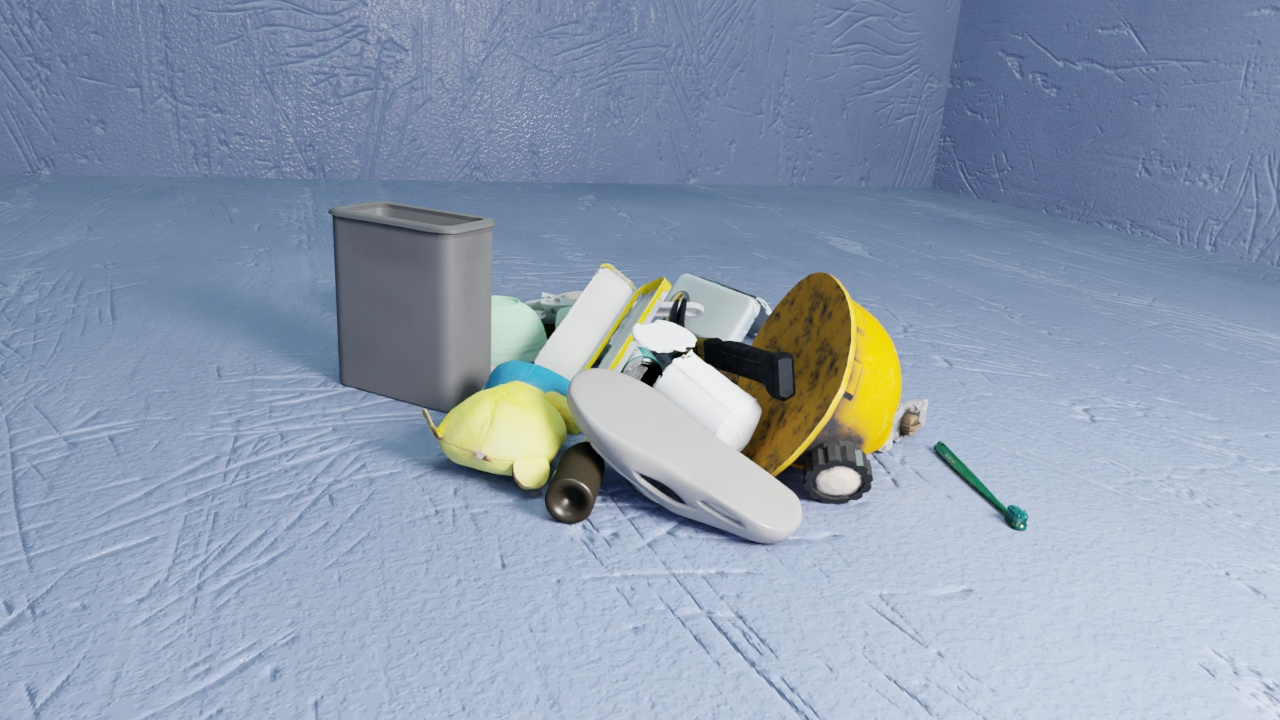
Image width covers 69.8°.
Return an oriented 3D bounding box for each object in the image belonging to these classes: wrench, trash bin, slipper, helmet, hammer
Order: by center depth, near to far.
[{"bbox_3d":[0.029,0.107,0.890,0.266,0.081,0.112,32,32,22],"label":"slipper"},{"bbox_3d":[0.207,0.036,0.981,0.131,0.206,0.254,24,40,-16],"label":"helmet"},{"bbox_3d":[0.093,-0.008,1.057,0.025,0.118,0.333,-7,8,-16],"label":"hammer"},{"bbox_3d":[-0.276,-0.069,1.115,0.192,0.220,0.097,13,20,25],"label":"trash bin"},{"bbox_3d":[0.201,0.042,1.158,0.319,0.049,0.121,16,19,39],"label":"hammer"},{"bbox_3d":[0.043,-0.041,1.337,0.073,0.022,0.272,-9,26,16],"label":"wrench"},{"bbox_3d":[-0.043,-0.071,1.348,0.273,0.018,0.087,2,-22,7],"label":"wrench"}]

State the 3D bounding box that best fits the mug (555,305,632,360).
[{"bbox_3d":[-0.063,-0.041,1.309,0.104,0.084,0.111,1,2,6],"label":"mug"}]

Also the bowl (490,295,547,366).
[{"bbox_3d":[-0.204,-0.047,1.296,0.151,0.077,0.150,2,17,-1],"label":"bowl"}]

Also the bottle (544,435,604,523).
[{"bbox_3d":[-0.056,0.101,0.917,0.045,0.045,0.184,5,18,4],"label":"bottle"}]

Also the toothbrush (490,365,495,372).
[{"bbox_3d":[-0.146,0.029,1.154,0.223,0.026,0.027,12,-23,25],"label":"toothbrush"}]

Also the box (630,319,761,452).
[{"bbox_3d":[0.050,0.026,0.970,0.166,0.093,0.083,37,45,27],"label":"box"}]

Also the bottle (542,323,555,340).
[{"bbox_3d":[-0.130,-0.042,1.374,0.106,0.025,0.025,4,18,0],"label":"bottle"}]

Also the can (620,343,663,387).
[{"bbox_3d":[-0.007,0.007,1.199,0.055,0.055,0.101,-1,19,-13],"label":"can"}]

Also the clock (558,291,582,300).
[{"bbox_3d":[-0.069,-0.077,1.435,0.157,0.061,0.103,7,18,16],"label":"clock"}]

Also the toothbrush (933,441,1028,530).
[{"bbox_3d":[0.355,0.126,0.964,0.016,0.017,0.189,1,18,-8],"label":"toothbrush"}]

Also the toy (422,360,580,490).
[{"bbox_3d":[-0.137,0.058,0.974,0.149,0.084,0.213,5,15,11],"label":"toy"}]

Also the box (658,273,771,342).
[{"bbox_3d":[0.142,-0.062,1.452,0.127,0.106,0.215,26,4,-36],"label":"box"}]

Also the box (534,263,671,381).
[{"bbox_3d":[-0.045,-0.040,1.201,0.117,0.057,0.209,16,53,21],"label":"box"}]
